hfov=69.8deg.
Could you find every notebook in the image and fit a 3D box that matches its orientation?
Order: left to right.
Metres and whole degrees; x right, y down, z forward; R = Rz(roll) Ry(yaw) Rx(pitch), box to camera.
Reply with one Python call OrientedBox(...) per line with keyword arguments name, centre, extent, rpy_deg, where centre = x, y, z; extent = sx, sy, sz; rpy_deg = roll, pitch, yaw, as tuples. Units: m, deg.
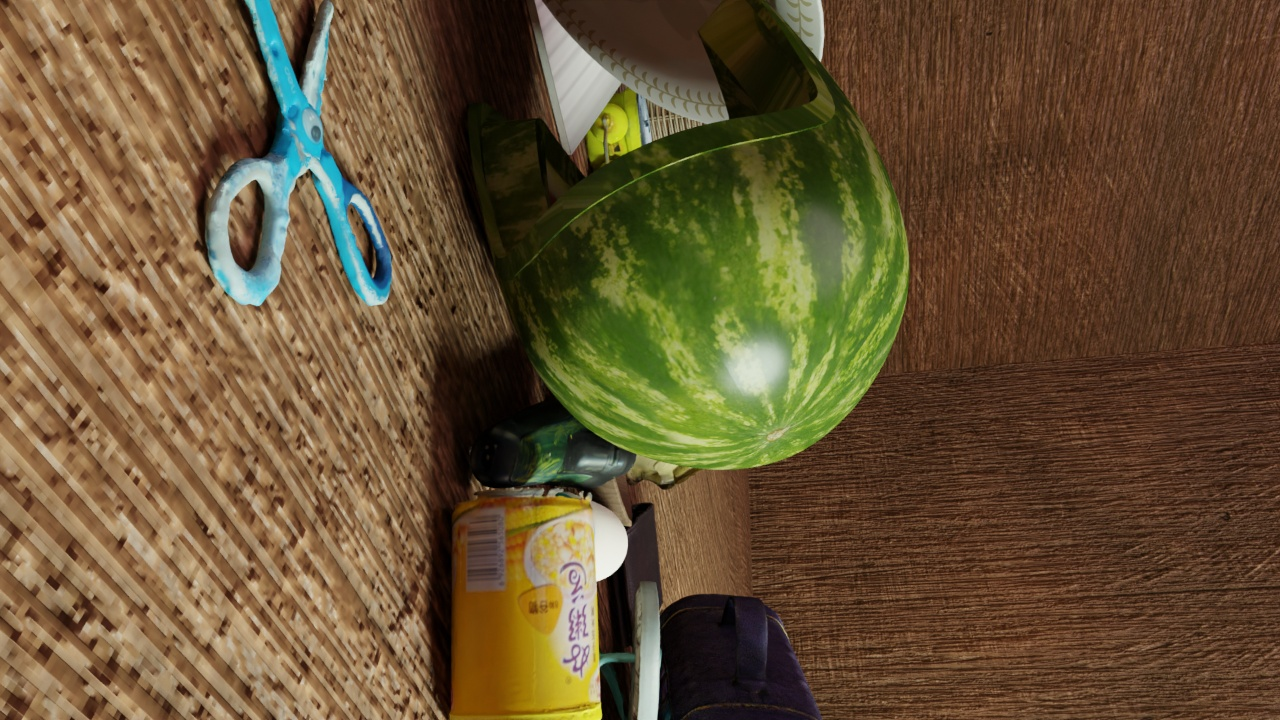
OrientedBox(name="notebook", centre=(-0.055, -0.289, 0.714), extent=(0.142, 0.009, 0.210), rpy_deg=(-66, 153, -44))

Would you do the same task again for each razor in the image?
OrientedBox(name="razor", centre=(-0.046, 0.049, 0.507), extent=(0.151, 0.067, 0.054), rpy_deg=(10, 90, -76))

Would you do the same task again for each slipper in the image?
OrientedBox(name="slipper", centre=(-0.016, 0.256, 0.667), extent=(0.098, 0.055, 0.269), rpy_deg=(-87, 180, -55))

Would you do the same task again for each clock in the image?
OrientedBox(name="clock", centre=(-0.019, -0.202, 0.838), extent=(0.118, 0.057, 0.083), rpy_deg=(-81, 164, -58))

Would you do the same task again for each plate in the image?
OrientedBox(name="plate", centre=(0.008, -0.241, 0.558), extent=(0.016, 0.242, 0.243), rpy_deg=(-53, 155, -17))

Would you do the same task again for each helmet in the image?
OrientedBox(name="helmet", centre=(0.032, -0.057, 0.500), extent=(0.243, 0.213, 0.246), rpy_deg=(56, 13, -45))

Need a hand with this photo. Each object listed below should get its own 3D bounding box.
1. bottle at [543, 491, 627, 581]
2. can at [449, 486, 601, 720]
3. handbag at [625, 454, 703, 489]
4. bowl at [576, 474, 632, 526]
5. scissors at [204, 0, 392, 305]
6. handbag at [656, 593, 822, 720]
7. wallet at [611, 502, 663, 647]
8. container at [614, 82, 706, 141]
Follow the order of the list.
OrientedBox(name="bottle", centre=(-0.043, 0.103, 0.532), extent=(0.146, 0.051, 0.051), rpy_deg=(54, 32, -73))
OrientedBox(name="can", centre=(-0.052, 0.114, 0.417), extent=(0.067, 0.068, 0.105), rpy_deg=(54, 31, -72))
OrientedBox(name="handbag", centre=(0.024, 0.050, 0.870), extent=(0.119, 0.081, 0.111), rpy_deg=(-92, -158, -43))
OrientedBox(name="bowl", centre=(-0.034, 0.061, 0.641), extent=(0.118, 0.030, 0.118), rpy_deg=(-9, 84, -89))
OrientedBox(name="scissors", centre=(-0.114, -0.067, 0.321), extent=(0.138, 0.011, 0.133), rpy_deg=(67, 19, -62))
OrientedBox(name="handbag", centre=(0.070, 0.291, 0.710), extent=(0.204, 0.125, 0.222), rpy_deg=(-102, -162, -80))
OrientedBox(name="wallet", centre=(-0.005, 0.186, 0.810), extent=(0.119, 0.031, 0.099), rpy_deg=(-24, 106, -78))
OrientedBox(name="container", centre=(0.068, -0.282, 0.984), extent=(0.226, 0.196, 0.227), rpy_deg=(-4, 89, -81))
